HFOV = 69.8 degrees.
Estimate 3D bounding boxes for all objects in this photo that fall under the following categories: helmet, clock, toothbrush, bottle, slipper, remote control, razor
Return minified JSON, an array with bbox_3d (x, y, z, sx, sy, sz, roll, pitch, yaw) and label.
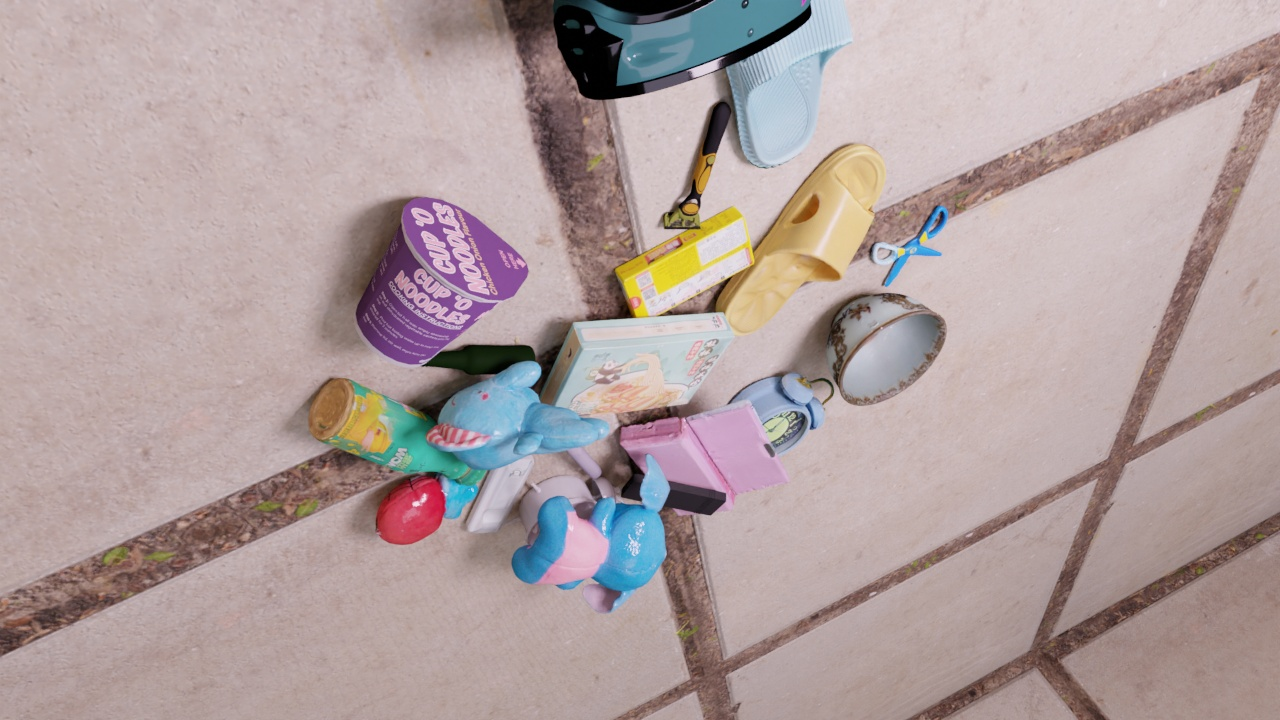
[{"bbox_3d":[0.016,-0.315,0.636,0.274,0.177,0.200,-38,129,-32],"label":"helmet"},{"bbox_3d":[0.189,0.072,1.252,0.162,0.060,0.118,-36,140,8],"label":"clock"},{"bbox_3d":[-0.079,0.109,1.115,0.018,0.019,0.188,-29,154,-1],"label":"toothbrush"},{"bbox_3d":[-0.172,-0.001,0.968,0.122,0.033,0.033,0,130,-32],"label":"bottle"},{"bbox_3d":[0.194,-0.121,1.049,0.099,0.078,0.264,21,118,-46],"label":"slipper"},{"bbox_3d":[-0.175,0.168,1.144,0.050,0.022,0.134,4,128,-36],"label":"remote control"},{"bbox_3d":[0.063,-0.195,0.935,0.044,0.021,0.144,-4,130,-29],"label":"razor"},{"bbox_3d":[-0.249,0.086,0.978,0.068,0.068,0.209,-43,139,12],"label":"bottle"},{"bbox_3d":[0.045,0.182,1.243,0.133,0.013,0.058,14,146,-14],"label":"remote control"},{"bbox_3d":[0.133,-0.285,0.853,0.116,0.069,0.276,-23,140,-7],"label":"slipper"},{"bbox_3d":[-0.089,0.206,1.208,0.159,0.061,0.120,11,124,-38],"label":"clock"}]

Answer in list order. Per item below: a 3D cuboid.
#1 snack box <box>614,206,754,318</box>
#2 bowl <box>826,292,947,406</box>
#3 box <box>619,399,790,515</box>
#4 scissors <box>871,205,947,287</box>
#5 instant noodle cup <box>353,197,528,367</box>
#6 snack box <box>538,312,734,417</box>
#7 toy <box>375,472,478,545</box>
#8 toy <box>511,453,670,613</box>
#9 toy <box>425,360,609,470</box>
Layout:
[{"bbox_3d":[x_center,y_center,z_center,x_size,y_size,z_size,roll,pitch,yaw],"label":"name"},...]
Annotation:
[{"bbox_3d":[0.051,-0.104,1.013,0.152,0.025,0.075,-29,140,-5],"label":"snack box"},{"bbox_3d":[0.304,-0.030,1.197,0.159,0.094,0.160,-18,138,-17],"label":"bowl"},{"bbox_3d":[0.092,0.138,1.221,0.179,0.040,0.233,-14,143,17],"label":"box"},{"bbox_3d":[0.346,-0.144,1.172,0.126,0.013,0.126,5,126,-31],"label":"scissors"},{"bbox_3d":[-0.191,-0.061,0.844,0.136,0.121,0.122,9,135,-49],"label":"instant noodle cup"},{"bbox_3d":[-0.006,0.006,1.055,0.193,0.044,0.142,-5,147,-28],"label":"snack box"},{"bbox_3d":[-0.249,0.166,1.071,0.132,0.062,0.092,-27,152,-33],"label":"toy"},{"bbox_3d":[-0.051,0.222,1.145,0.191,0.099,0.224,10,114,-30],"label":"toy"},{"bbox_3d":[-0.125,0.058,0.957,0.181,0.115,0.183,-3,-175,20],"label":"toy"}]
